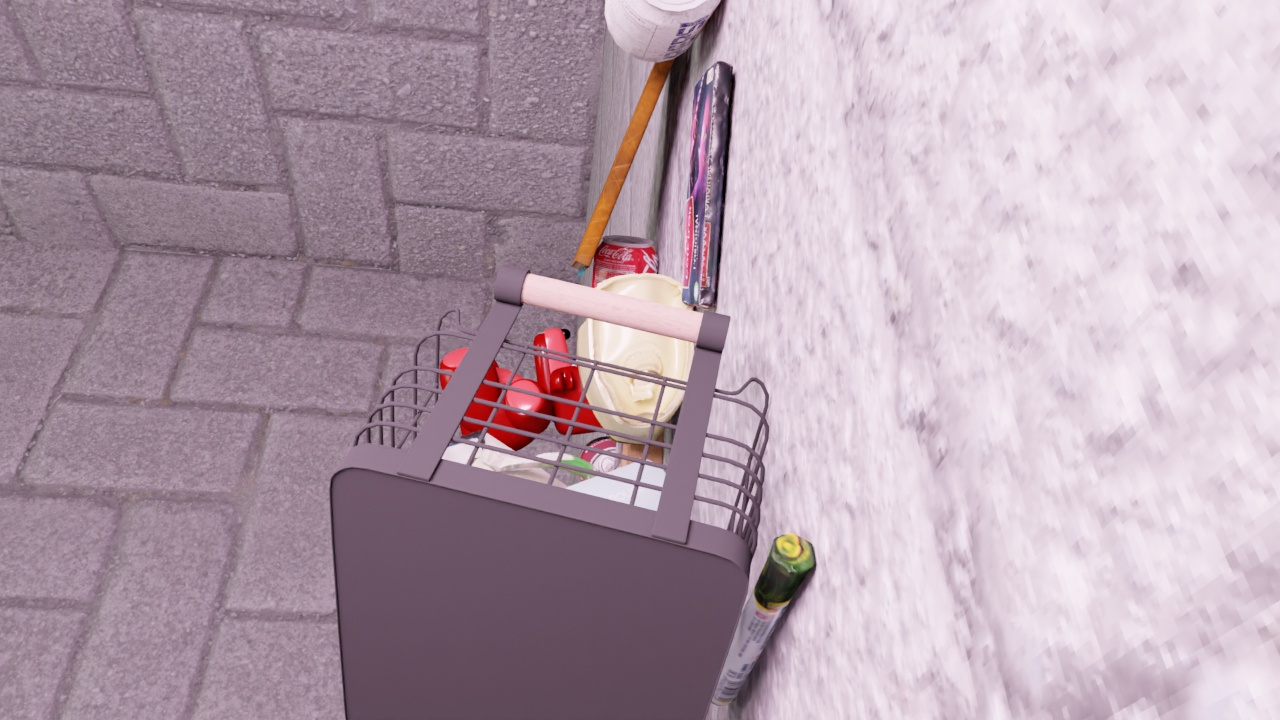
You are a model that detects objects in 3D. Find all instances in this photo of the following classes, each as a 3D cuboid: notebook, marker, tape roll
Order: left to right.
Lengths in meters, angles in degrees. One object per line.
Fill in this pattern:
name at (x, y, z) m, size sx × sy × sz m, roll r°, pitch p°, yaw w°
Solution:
notebook at (-0.017, -0.188, 0.867) m, size 0.178 × 0.014 × 0.249 m, roll -144°, pitch 76°, yaw -83°
tape roll at (0.000, 0.088, 0.821) m, size 0.094 × 0.027 × 0.094 m, roll -178°, pitch 92°, yaw -84°
marker at (0.047, 0.117, 0.393) m, size 0.147 × 0.017 × 0.017 m, roll 101°, pitch 171°, yaw -49°

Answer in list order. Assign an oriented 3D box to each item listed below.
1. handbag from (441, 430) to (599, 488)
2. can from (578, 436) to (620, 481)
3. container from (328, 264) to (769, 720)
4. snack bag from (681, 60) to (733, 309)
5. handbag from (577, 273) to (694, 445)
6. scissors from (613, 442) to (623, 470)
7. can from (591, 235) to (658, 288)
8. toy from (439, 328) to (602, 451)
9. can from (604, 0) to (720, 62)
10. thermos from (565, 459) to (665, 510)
handbag at (-0.102, 0.127, 0.828) m, size 0.176 × 0.151 × 0.073 m, roll -25°, pitch 35°, yaw 46°
can at (-0.031, 0.110, 0.929) m, size 0.114 × 0.063 × 0.063 m, roll 160°, pitch 114°, yaw -84°
container at (-0.040, 0.097, 0.440) m, size 0.130 × 0.163 × 0.242 m, roll -72°, pitch -5°, yaw -53°
snack bag at (0.043, -0.111, 0.600) m, size 0.074 × 0.018 × 0.155 m, roll -141°, pitch 53°, yaw -82°
handbag at (-0.004, 0.004, 0.699) m, size 0.119 × 0.081 × 0.111 m, roll 122°, pitch 144°, yaw -75°
scissors at (-0.022, 0.114, 0.785) m, size 0.171 × 0.014 × 0.141 m, roll 119°, pitch 157°, yaw -87°
can at (-0.017, -0.069, 0.916) m, size 0.064 × 0.064 × 0.105 m, roll -105°, pitch 20°, yaw -73°
toy at (-0.091, 0.029, 0.902) m, size 0.158 × 0.197 × 0.120 m, roll 137°, pitch 127°, yaw -82°
can at (0.016, -0.268, 0.661) m, size 0.136 × 0.078 × 0.078 m, roll -130°, pitch 44°, yaw -82°
thermos at (-0.073, 0.128, 0.616) m, size 0.065 × 0.206 × 0.078 m, roll 60°, pitch 151°, yaw 25°
